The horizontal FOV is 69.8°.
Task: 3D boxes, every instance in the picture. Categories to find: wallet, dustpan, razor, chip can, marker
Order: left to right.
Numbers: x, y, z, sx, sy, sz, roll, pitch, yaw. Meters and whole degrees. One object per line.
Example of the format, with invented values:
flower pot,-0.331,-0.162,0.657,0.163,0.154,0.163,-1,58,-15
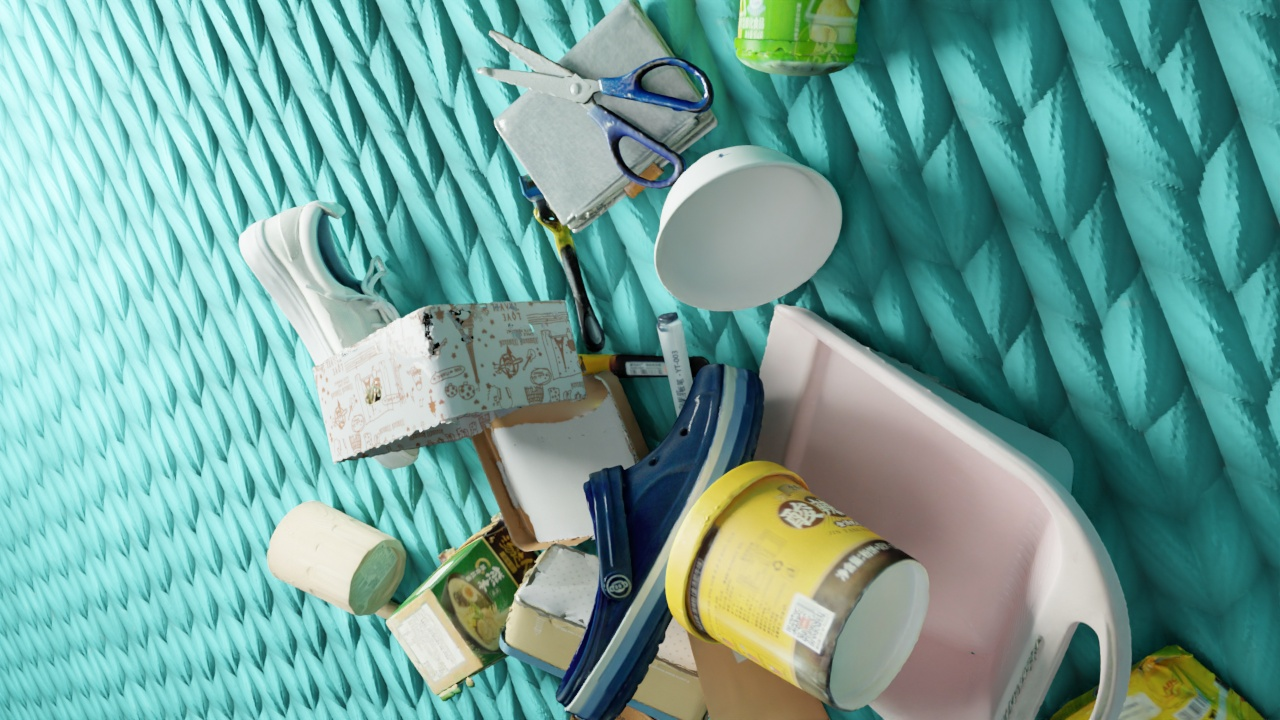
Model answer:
razor,-0.051,-0.074,0.689,0.042,0.022,0.143,-18,104,-9
wallet,-0.024,-0.163,0.628,0.130,0.036,0.106,-35,88,24
wallet,-0.019,0.349,0.805,0.108,0.031,0.132,30,113,22
marker,-0.004,0.004,0.691,0.124,0.015,0.018,1,109,29
marker,0.034,0.027,0.663,0.022,0.018,0.131,-10,112,6
chip can,0.093,-0.270,0.498,0.073,0.072,0.221,13,114,28
dustpan,0.150,0.115,0.559,0.274,0.138,0.223,19,117,25

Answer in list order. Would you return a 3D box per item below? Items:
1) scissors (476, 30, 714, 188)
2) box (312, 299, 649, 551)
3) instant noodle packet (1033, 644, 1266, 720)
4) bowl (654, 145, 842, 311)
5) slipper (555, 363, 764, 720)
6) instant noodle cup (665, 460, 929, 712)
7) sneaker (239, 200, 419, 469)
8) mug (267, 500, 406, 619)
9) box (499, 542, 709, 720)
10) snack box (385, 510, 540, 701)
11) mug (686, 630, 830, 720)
scissors,-0.029,-0.182,0.599,0.141,0.012,0.171,-36,86,24
box,-0.121,0.065,0.684,0.181,0.156,0.227,-17,99,42
instant noodle packet,0.313,0.234,0.557,0.111,0.044,0.129,39,127,6
bowl,0.060,-0.095,0.576,0.119,0.118,0.064,-48,41,34
slipper,0.000,0.112,0.614,0.095,0.105,0.252,25,87,-2
instant noodle cup,0.095,0.134,0.540,0.114,0.118,0.119,25,120,45
sneaker,-0.238,-0.024,0.790,0.091,0.089,0.242,-25,106,5
mug,-0.292,0.207,0.908,0.104,0.084,0.125,17,139,24
box,-0.021,0.207,0.707,0.184,0.089,0.059,19,118,11
snack box,-0.148,0.217,0.799,0.118,0.105,0.117,-40,84,34
mug,0.071,0.204,0.628,0.078,0.078,0.122,-42,56,35
